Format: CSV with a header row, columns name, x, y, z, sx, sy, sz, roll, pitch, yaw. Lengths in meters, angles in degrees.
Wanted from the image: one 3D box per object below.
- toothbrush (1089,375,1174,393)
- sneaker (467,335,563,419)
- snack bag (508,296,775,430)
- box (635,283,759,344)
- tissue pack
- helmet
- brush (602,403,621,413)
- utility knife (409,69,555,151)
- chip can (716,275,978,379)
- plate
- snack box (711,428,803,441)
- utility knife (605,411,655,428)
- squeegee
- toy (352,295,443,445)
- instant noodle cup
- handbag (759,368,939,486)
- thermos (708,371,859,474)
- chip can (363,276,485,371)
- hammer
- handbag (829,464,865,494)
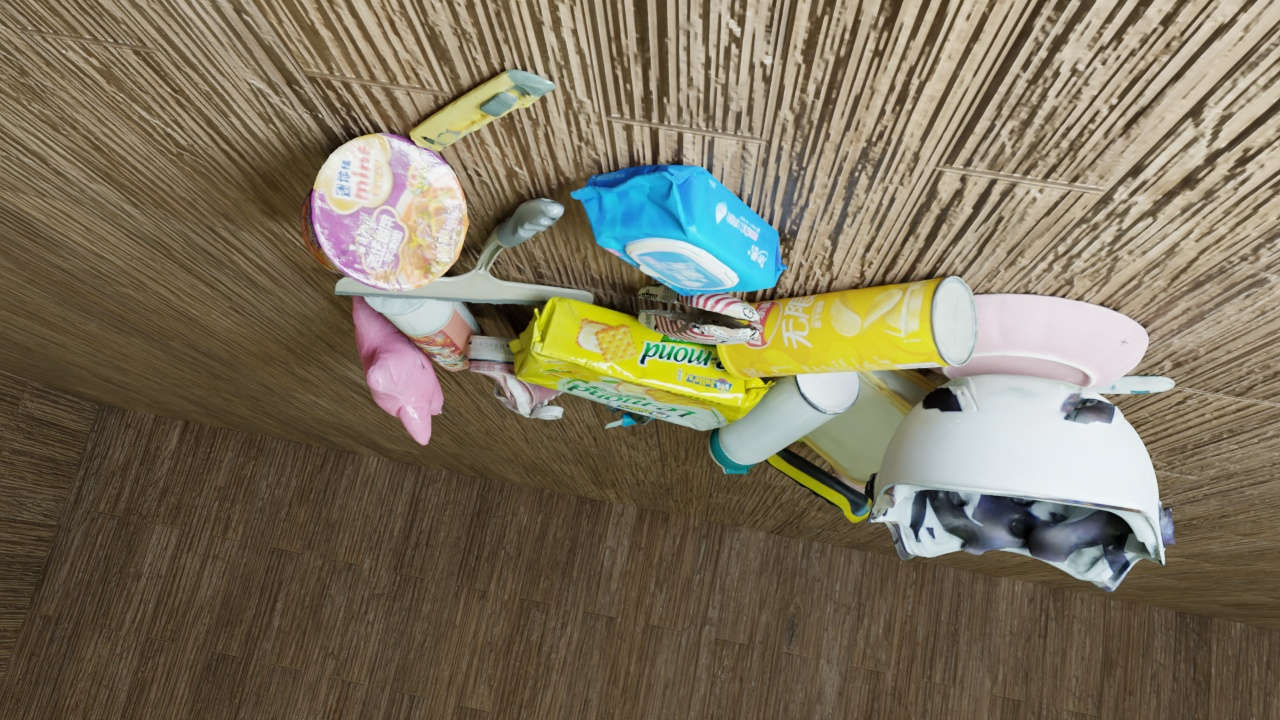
name,x,y,z,sx,sy,sz,roll,pitch,yaw
toothbrush,0.405,0.026,0.876,0.018,0.016,0.192,11,170,-42
sneaker,-0.127,0.023,1.071,0.118,0.088,0.240,5,178,21
snack bag,-0.005,0.005,0.907,0.246,0.068,0.158,16,166,-9
box,0.045,-0.034,0.784,0.074,0.064,0.164,30,179,-19
tissue pack,0.030,-0.089,0.655,0.095,0.052,0.157,-1,161,39
helmet,0.311,0.086,0.761,0.229,0.145,0.258,3,156,25
brush,-0.020,0.025,1.126,0.073,0.055,0.144,-13,161,8
utility knife,-0.106,-0.158,0.585,0.031,0.018,0.152,29,163,-33
chip can,0.164,-0.023,0.762,0.072,0.072,0.214,24,161,-40
plate,0.320,-0.005,0.777,0.192,0.039,0.192,11,165,3
snack box,0.171,0.090,1.271,0.085,0.026,0.157,23,162,-37
utility knife,0.033,0.061,1.157,0.166,0.018,0.034,-16,161,6
squeegee,-0.112,-0.097,0.762,0.246,0.039,0.247,2,168,-24
toy,-0.279,0.006,1.068,0.074,0.194,0.179,-26,140,0
instant noodle cup,-0.200,-0.104,0.683,0.111,0.111,0.099,21,170,-32
handbag,0.210,0.035,0.944,0.179,0.063,0.164,38,148,3
thermos,0.136,0.057,0.944,0.073,0.073,0.225,15,154,-15
chip can,-0.220,-0.049,0.963,0.071,0.071,0.215,10,166,7
hammer,0.152,0.107,1.120,0.323,0.031,0.126,31,133,-12
handbag,0.284,0.079,1.071,0.194,0.093,0.234,-4,147,47
